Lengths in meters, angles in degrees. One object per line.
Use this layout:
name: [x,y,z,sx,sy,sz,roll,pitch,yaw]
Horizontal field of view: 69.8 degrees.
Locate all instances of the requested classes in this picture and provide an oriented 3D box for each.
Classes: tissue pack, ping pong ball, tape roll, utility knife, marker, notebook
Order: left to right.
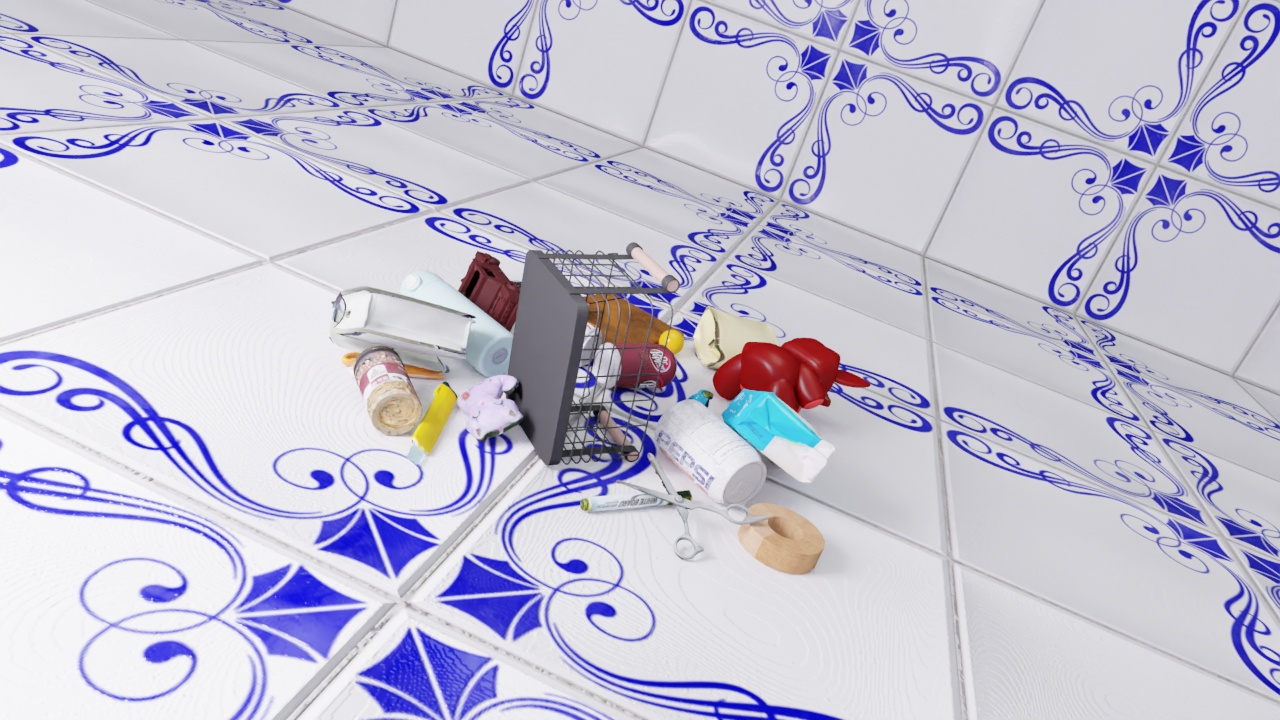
utility knife: [-0.231,0.068,1.020,0.030,0.017,0.175,45,15,-16]
notebook: [-0.064,-0.061,1.475,0.178,0.014,0.248,31,24,25]
marker: [-0.003,0.156,1.016,0.146,0.017,0.017,2,28,-37]
ping pong ball: [0.050,-0.029,1.461,0.040,0.040,0.040,17,22,-7]
tissue pack: [0.167,0.091,1.152,0.117,0.066,0.209,39,-3,-1]
tape roll: [0.158,0.200,1.033,0.094,0.027,0.093,17,22,-7]

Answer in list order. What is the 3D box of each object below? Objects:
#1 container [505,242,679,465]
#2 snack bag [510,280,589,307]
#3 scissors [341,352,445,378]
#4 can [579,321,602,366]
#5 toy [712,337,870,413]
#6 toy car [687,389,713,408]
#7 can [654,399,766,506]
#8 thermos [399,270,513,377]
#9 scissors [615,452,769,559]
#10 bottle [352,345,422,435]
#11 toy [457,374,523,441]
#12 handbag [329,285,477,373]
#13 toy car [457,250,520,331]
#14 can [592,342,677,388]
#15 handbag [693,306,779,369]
container: [-0.059,-0.007,1.068,0.130,0.242,0.163,-2,30,-28]
snack bag: [-0.162,-0.100,1.442,0.155,0.018,0.074,20,18,29]
scissors: [-0.292,0.014,1.106,0.131,0.013,0.073,9,23,-27]
can: [-0.112,-0.039,1.317,0.105,0.064,0.064,29,24,21]
toy: [0.225,0.025,1.380,0.196,0.121,0.158,-13,36,-38]
toy car: [0.072,0.070,1.237,0.032,0.048,0.105,22,23,5]
can: [0.083,0.111,1.109,0.078,0.078,0.136,0,29,-40]
thermos: [-0.248,-0.054,1.234,0.207,0.065,0.078,36,-7,34]
scissors: [0.058,0.158,1.006,0.171,0.014,0.141,3,44,-12]
bottle: [-0.281,0.032,1.016,0.056,0.056,0.105,6,26,-31]
toy: [-0.171,0.051,1.065,0.080,0.036,0.099,-28,36,-12]
handbag: [-0.306,-0.034,1.125,0.151,0.074,0.176,16,-9,-38]
toy car: [-0.231,-0.109,1.369,0.061,0.070,0.170,19,18,-36]
can: [-0.008,0.008,1.296,0.114,0.063,0.063,1,29,-39]
handbag: [0.154,-0.024,1.495,0.119,0.081,0.111,14,30,-19]
